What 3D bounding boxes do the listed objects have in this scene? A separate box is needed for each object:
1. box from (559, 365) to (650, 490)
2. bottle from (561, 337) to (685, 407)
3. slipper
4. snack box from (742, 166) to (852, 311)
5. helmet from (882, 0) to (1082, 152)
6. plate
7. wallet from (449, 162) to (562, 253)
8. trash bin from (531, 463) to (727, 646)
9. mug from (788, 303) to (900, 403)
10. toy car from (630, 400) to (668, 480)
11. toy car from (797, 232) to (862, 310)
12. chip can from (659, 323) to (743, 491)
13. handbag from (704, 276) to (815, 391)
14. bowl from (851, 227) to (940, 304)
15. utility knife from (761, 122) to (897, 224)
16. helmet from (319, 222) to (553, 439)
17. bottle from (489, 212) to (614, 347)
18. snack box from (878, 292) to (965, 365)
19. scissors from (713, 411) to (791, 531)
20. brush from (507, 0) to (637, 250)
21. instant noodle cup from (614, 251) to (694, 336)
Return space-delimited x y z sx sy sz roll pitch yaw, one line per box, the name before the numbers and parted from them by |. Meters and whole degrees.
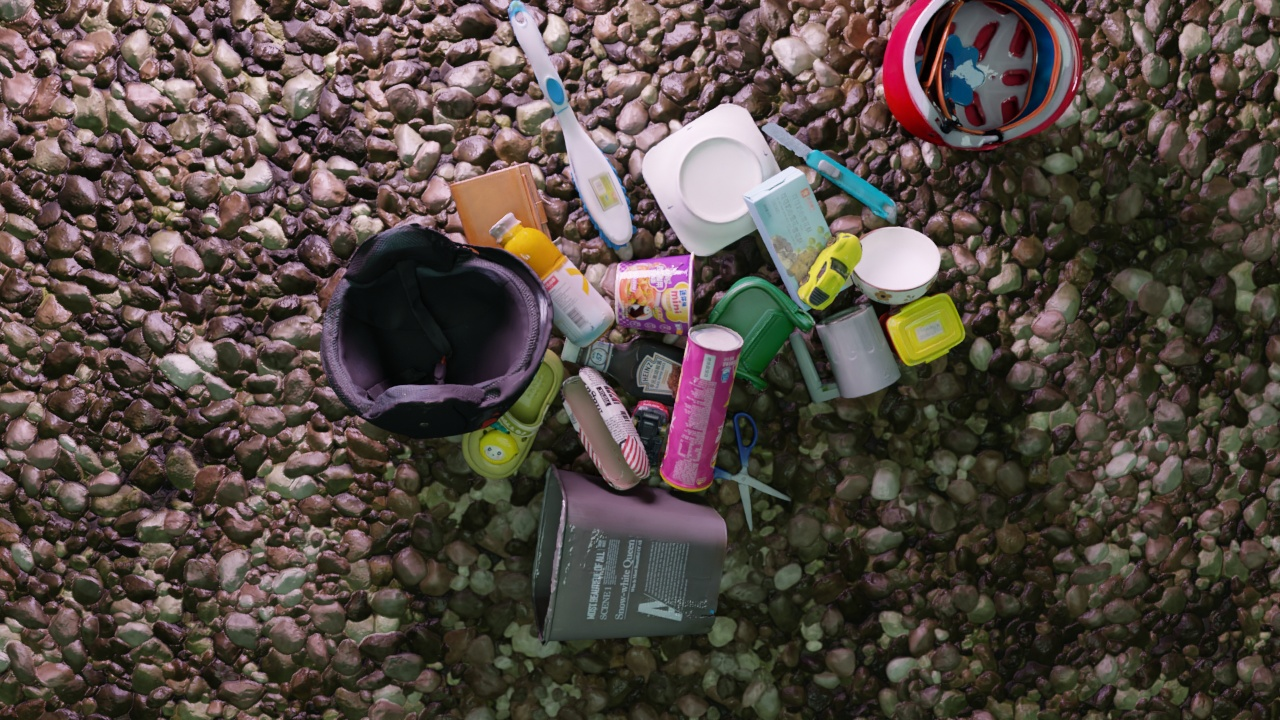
box | -0.032 0.078 1.161 0.081 0.074 0.163 -42 72 41
bottle | -0.007 0.007 1.215 0.195 0.044 0.080 16 105 -5
slipper | -0.168 0.069 1.195 0.091 0.081 0.190 30 93 -6
snack box | 0.204 -0.155 1.183 0.074 0.051 0.175 -30 114 1
helmet | 0.406 -0.363 1.142 0.239 0.144 0.207 1 99 -19
plate | 0.100 -0.233 1.191 0.163 0.034 0.164 -32 101 1
wallet | -0.169 -0.178 1.177 0.119 0.035 0.131 -16 103 -4
trash bin | -0.019 0.254 1.184 0.219 0.198 0.199 7 98 -11
mug | 0.269 -0.007 1.222 0.124 0.083 0.103 -19 100 24
toy car | 0.006 0.106 1.223 0.053 0.045 0.121 16 119 0
toy car | 0.244 -0.112 1.162 0.048 0.032 0.105 30 100 -22
chip can | 0.077 0.062 1.170 0.071 0.071 0.211 7 117 -6
handbag | 0.146 -0.037 1.192 0.120 0.068 0.131 34 104 0
bowl | 0.331 -0.115 1.203 0.113 0.113 0.062 -16 143 -2
utility knife | 0.253 -0.249 1.209 0.221 0.013 0.029 31 95 -8
helmet | -0.238 -0.022 1.101 0.274 0.230 0.233 -10 74 -5
bottle | -0.113 -0.102 1.149 0.068 0.068 0.189 -41 103 2
snack box | 0.368 -0.043 1.217 0.091 0.080 0.082 -26 99 0
scissors | 0.132 0.152 1.264 0.162 0.012 0.176 3 99 -6
brush | -0.082 -0.282 1.131 0.060 0.109 0.314 -25 100 2
instant noodle cup | 0.019 -0.084 1.175 0.099 0.111 0.111 1 99 3
